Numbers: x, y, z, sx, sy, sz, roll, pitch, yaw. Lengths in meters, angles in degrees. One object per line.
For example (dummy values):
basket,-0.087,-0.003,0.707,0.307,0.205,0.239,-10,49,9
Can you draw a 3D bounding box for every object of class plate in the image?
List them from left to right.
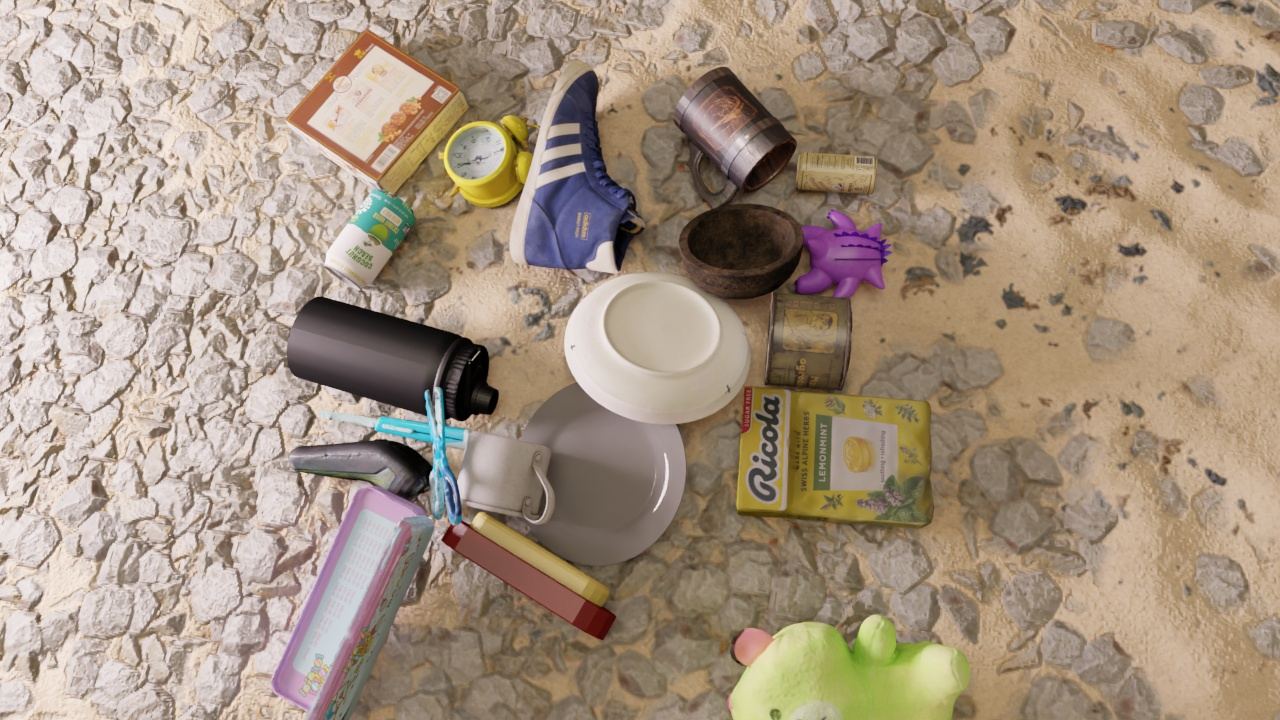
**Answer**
plate,-0.039,0.105,0.877,0.179,0.012,0.178,-4,78,21
plate,0.019,-0.023,0.883,0.182,0.034,0.182,3,54,-5

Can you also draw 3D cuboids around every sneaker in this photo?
sneaker,-0.042,-0.197,0.946,0.118,0.091,0.232,14,75,14

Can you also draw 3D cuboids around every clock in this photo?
clock,-0.153,-0.215,0.980,0.119,0.057,0.083,-19,71,6

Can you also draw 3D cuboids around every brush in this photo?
brush,-0.097,0.191,0.836,0.173,0.082,0.041,28,77,13

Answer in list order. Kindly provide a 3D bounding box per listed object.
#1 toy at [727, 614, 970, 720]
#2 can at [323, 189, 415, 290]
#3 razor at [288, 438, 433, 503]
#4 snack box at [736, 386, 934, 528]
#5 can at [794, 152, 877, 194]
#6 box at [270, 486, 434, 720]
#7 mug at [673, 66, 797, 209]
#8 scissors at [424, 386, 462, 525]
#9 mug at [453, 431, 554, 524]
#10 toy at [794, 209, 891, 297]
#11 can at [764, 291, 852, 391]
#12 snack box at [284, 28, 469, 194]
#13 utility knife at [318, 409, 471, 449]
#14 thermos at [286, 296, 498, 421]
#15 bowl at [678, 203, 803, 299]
toy,0.170,0.285,0.777,0.197,0.107,0.150,5,96,17
can,-0.286,-0.128,0.969,0.055,0.055,0.101,29,78,13
razor,-0.275,0.109,0.901,0.151,0.054,0.067,2,85,12
snack box,0.183,0.091,0.859,0.181,0.045,0.121,4,74,7
can,0.201,-0.194,0.949,0.079,0.038,0.038,5,73,7
box,-0.269,0.223,0.819,0.090,0.091,0.214,24,88,12
mug,0.087,-0.225,0.958,0.116,0.079,0.107,-46,73,21
scissors,-0.178,0.089,0.827,0.013,0.118,0.140,-3,106,-26
mug,-0.118,0.109,0.850,0.113,0.084,0.070,5,79,39
toy,0.201,-0.105,0.912,0.088,0.056,0.106,2,72,2
can,0.159,-0.018,0.872,0.074,0.090,0.089,5,73,7
snack box,-0.293,-0.276,1.023,0.147,0.041,0.143,34,79,14
utility knife,-0.247,0.069,0.926,0.167,0.015,0.022,7,103,9
thermos,-0.236,0.003,0.907,0.199,0.086,0.086,15,75,10
bowl,0.101,-0.099,0.913,0.121,0.056,0.121,-5,42,4
